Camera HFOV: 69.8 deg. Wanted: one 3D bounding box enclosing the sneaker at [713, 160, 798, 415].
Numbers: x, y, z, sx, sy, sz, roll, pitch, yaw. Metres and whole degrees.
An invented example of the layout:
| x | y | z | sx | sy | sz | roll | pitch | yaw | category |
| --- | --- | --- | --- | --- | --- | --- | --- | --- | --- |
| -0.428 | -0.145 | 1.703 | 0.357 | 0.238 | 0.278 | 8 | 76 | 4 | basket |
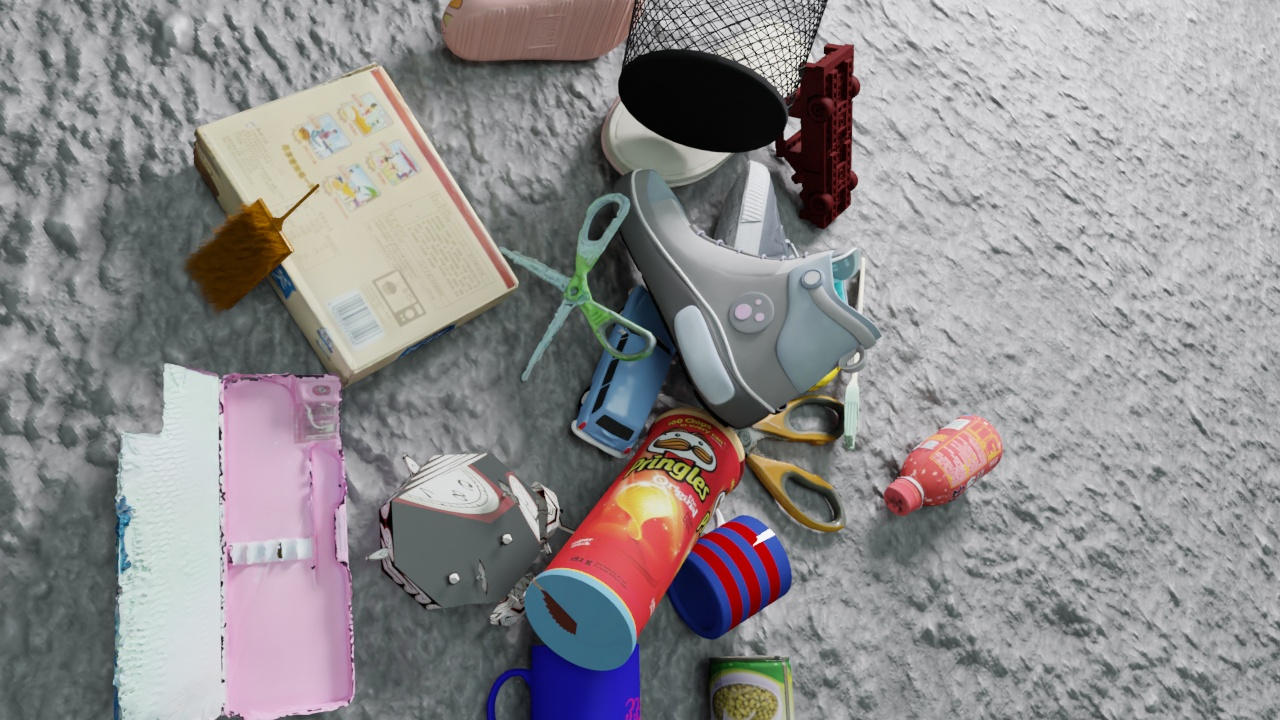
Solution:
| x | y | z | sx | sy | sz | roll | pitch | yaw | category |
| --- | --- | --- | --- | --- | --- | --- | --- | --- | --- |
| 0.111 | -0.070 | 0.837 | 0.087 | 0.089 | 0.235 | 11 | 75 | -11 | sneaker |

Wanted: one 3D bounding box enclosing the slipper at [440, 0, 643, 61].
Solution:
| x | y | z | sx | sy | sz | roll | pitch | yaw | category |
| --- | --- | --- | --- | --- | --- | --- | --- | --- | --- |
| -0.090 | -0.323 | 0.817 | 0.196 | 0.093 | 0.081 | -17 | 72 | -30 | slipper |

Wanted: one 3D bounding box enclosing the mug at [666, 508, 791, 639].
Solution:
| x | y | z | sx | sy | sz | roll | pitch | yaw | category |
| --- | --- | --- | --- | --- | --- | --- | --- | --- | --- |
| 0.060 | 0.163 | 0.757 | 0.076 | 0.075 | 0.112 | -23 | 60 | -31 | mug |

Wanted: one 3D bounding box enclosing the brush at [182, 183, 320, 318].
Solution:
| x | y | z | sx | sy | sz | roll | pitch | yaw | category |
| --- | --- | --- | --- | --- | --- | --- | --- | --- | --- |
| -0.265 | -0.082 | 0.629 | 0.048 | 0.127 | 0.017 | 58 | 28 | -1 | brush |

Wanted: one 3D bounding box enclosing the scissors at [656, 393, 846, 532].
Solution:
| x | y | z | sx | sy | sz | roll | pitch | yaw | category |
| --- | --- | --- | --- | --- | --- | --- | --- | --- | --- |
| 0.111 | 0.066 | 0.839 | 0.225 | 0.016 | 0.175 | 32 | 62 | -16 | scissors |

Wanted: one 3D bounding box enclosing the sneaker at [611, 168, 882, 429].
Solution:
| x | y | z | sx | sy | sz | roll | pitch | yaw | category |
| --- | --- | --- | --- | --- | --- | --- | --- | --- | --- |
| 0.083 | -0.081 | 0.742 | 0.093 | 0.161 | 0.256 | 36 | 29 | -59 | sneaker |

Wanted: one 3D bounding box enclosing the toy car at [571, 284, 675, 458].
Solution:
| x | y | z | sx | sy | sz | roll | pitch | yaw | category |
| --- | --- | --- | --- | --- | --- | --- | --- | --- | --- |
| -0.005 | 0.005 | 0.775 | 0.056 | 0.055 | 0.153 | 31 | 63 | -16 | toy car |

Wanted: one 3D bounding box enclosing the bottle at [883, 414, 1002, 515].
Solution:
| x | y | z | sx | sy | sz | roll | pitch | yaw | category |
| --- | --- | --- | --- | --- | --- | --- | --- | --- | --- |
| 0.291 | 0.107 | 0.896 | 0.137 | 0.062 | 0.062 | -26 | 88 | -30 | bottle |

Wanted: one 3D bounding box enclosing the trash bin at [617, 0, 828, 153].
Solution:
| x | y | z | sx | sy | sz | roll | pitch | yaw | category |
| --- | --- | --- | --- | --- | --- | --- | --- | --- | --- |
| 0.077 | -0.307 | 0.785 | 0.184 | 0.184 | 0.210 | 20 | 75 | -21 | trash bin |

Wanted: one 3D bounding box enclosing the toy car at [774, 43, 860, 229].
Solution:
| x | y | z | sx | sy | sz | roll | pitch | yaw | category |
| --- | --- | --- | --- | --- | --- | --- | --- | --- | --- |
| 0.174 | -0.220 | 0.904 | 0.070 | 0.062 | 0.170 | -41 | 139 | -33 | toy car |

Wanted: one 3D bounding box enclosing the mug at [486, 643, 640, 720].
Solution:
| x | y | z | sx | sy | sz | roll | pitch | yaw | category |
| --- | --- | --- | --- | --- | --- | --- | --- | --- | --- |
| -0.056 | 0.250 | 0.666 | 0.111 | 0.079 | 0.083 | -1 | 73 | 1 | mug |

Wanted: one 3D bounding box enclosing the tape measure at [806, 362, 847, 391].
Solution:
| x | y | z | sx | sy | sz | roll | pitch | yaw | category |
| --- | --- | --- | --- | --- | --- | --- | --- | --- | --- |
| 0.159 | -0.004 | 0.874 | 0.064 | 0.037 | 0.065 | -32 | 91 | -32 | tape measure |

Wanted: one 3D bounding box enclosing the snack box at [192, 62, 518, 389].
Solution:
| x | y | z | sx | sy | sz | roll | pitch | yaw | category |
| --- | --- | --- | --- | --- | --- | --- | --- | --- | --- |
| -0.214 | -0.105 | 0.699 | 0.153 | 0.055 | 0.207 | -33 | 91 | -31 | snack box |

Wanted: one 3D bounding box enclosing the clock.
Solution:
| x | y | z | sx | sy | sz | roll | pitch | yaw | category |
| --- | --- | --- | --- | --- | --- | --- | --- | --- | --- |
| -0.112 | 0.131 | 0.673 | 0.154 | 0.065 | 0.114 | 24 | 65 | -19 | clock |

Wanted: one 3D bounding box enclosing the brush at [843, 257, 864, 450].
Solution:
| x | y | z | sx | sy | sz | roll | pitch | yaw | category |
| --- | --- | --- | --- | --- | --- | --- | --- | --- | --- |
| 0.213 | -0.014 | 0.901 | 0.012 | 0.033 | 0.217 | 2 | 57 | 17 | brush |

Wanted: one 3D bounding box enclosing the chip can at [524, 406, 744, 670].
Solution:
| x | y | z | sx | sy | sz | roll | pitch | yaw | category |
| --- | --- | --- | --- | --- | --- | --- | --- | --- | --- |
| 0.003 | 0.123 | 0.684 | 0.087 | 0.087 | 0.212 | 50 | 38 | -6 | chip can |

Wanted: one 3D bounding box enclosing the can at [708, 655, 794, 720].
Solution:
| x | y | z | sx | sy | sz | roll | pitch | yaw | category |
| --- | --- | --- | --- | --- | --- | --- | --- | --- | --- |
| 0.089 | 0.297 | 0.726 | 0.067 | 0.067 | 0.120 | 7 | 71 | -26 | can |

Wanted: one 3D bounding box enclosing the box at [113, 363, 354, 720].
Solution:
| x | y | z | sx | sy | sz | roll | pitch | yaw | category |
| --- | --- | --- | --- | --- | --- | --- | --- | --- | --- |
| -0.267 | 0.118 | 0.600 | 0.160 | 0.062 | 0.230 | 8 | 70 | -47 | box |

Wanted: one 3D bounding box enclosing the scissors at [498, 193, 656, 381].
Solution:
| x | y | z | sx | sy | sz | roll | pitch | yaw | category |
| --- | --- | --- | --- | --- | --- | --- | --- | --- | --- |
| -0.052 | -0.056 | 0.742 | 0.171 | 0.021 | 0.173 | 33 | 101 | 22 | scissors |

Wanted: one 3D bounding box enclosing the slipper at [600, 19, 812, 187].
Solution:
| x | y | z | sx | sy | sz | roll | pitch | yaw | category |
| --- | --- | --- | --- | --- | --- | --- | --- | --- | --- |
| 0.066 | -0.247 | 0.892 | 0.273 | 0.055 | 0.114 | -37 | 93 | -28 | slipper |
